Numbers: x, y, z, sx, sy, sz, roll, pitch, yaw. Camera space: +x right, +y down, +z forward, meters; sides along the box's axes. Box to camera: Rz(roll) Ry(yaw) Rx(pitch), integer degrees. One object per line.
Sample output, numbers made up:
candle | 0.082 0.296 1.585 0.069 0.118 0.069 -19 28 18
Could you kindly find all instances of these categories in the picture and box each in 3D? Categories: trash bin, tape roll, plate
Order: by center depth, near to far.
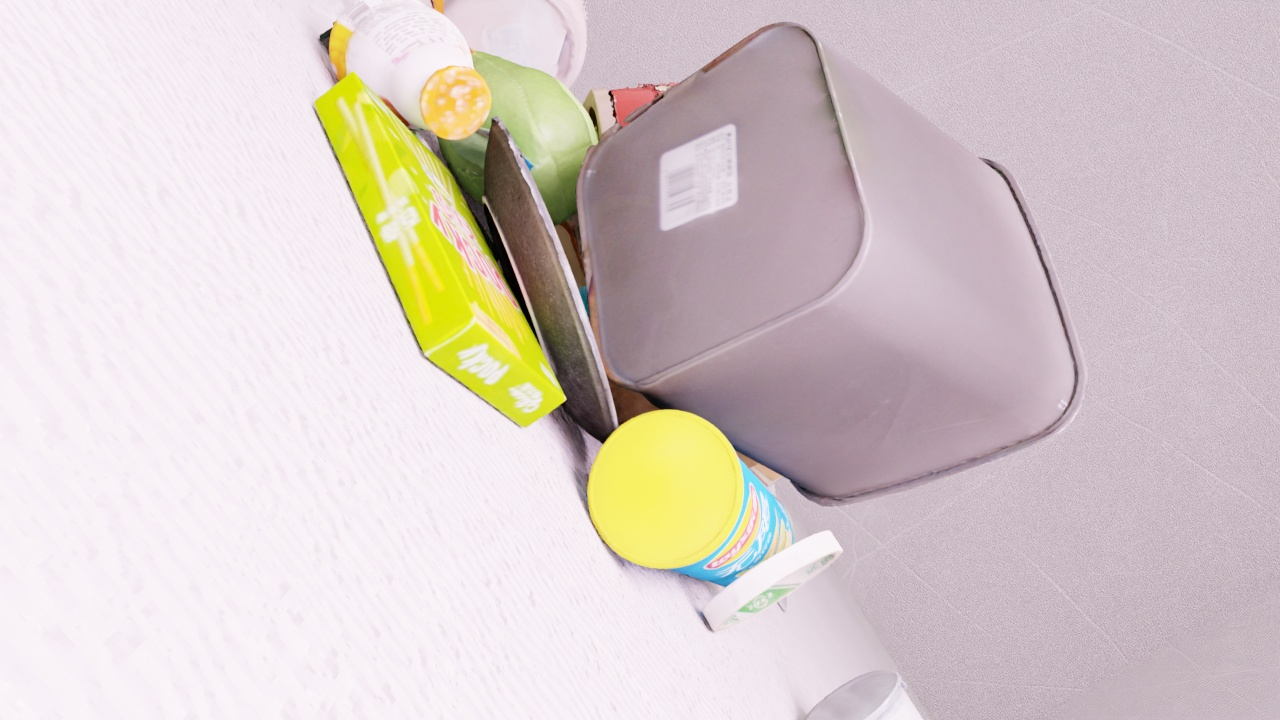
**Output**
plate | -0.053 -0.034 0.473 0.179 0.024 0.179 158 -89 -82
trash bin | 0.096 -0.046 0.507 0.219 0.200 0.198 23 51 -45
tape roll | 0.074 0.124 0.514 0.014 0.086 0.086 57 5 23
trash bin | -0.133 -0.317 0.778 0.227 0.228 0.192 50 21 -52

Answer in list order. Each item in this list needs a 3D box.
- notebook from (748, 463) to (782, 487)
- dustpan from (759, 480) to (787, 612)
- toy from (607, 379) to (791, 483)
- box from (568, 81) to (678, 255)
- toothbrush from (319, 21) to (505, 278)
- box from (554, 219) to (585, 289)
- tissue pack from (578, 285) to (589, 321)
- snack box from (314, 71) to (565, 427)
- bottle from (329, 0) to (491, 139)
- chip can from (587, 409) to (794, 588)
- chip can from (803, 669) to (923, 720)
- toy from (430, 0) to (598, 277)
notebook | 0.086 0.031 0.916 0.211 0.012 0.149 42 33 21
dustpan | 0.078 0.127 1.013 0.222 0.143 0.257 20 66 -82
toy | 0.053 0.031 0.680 0.082 0.143 0.226 29 -21 55
box | -0.003 -0.133 0.649 0.168 0.080 0.091 170 -90 -76
toothbrush | -0.125 -0.112 0.538 0.186 0.017 0.012 57 2 -17
box | -0.075 -0.119 0.809 0.184 0.061 0.089 58 4 1
tissue pack | -0.004 0.004 0.746 0.133 0.050 0.093 54 3 -30
snack box | -0.088 -0.049 0.403 0.156 0.026 0.086 60 6 31
bottle | -0.115 -0.147 0.468 0.108 0.063 0.063 43 -6 43
chip can | 0.038 0.086 0.502 0.071 0.071 0.210 58 4 23
chip can | 0.184 0.299 0.552 0.214 0.071 0.071 57 5 4
toy | -0.090 -0.151 0.622 0.227 0.090 0.247 58 -9 -28
